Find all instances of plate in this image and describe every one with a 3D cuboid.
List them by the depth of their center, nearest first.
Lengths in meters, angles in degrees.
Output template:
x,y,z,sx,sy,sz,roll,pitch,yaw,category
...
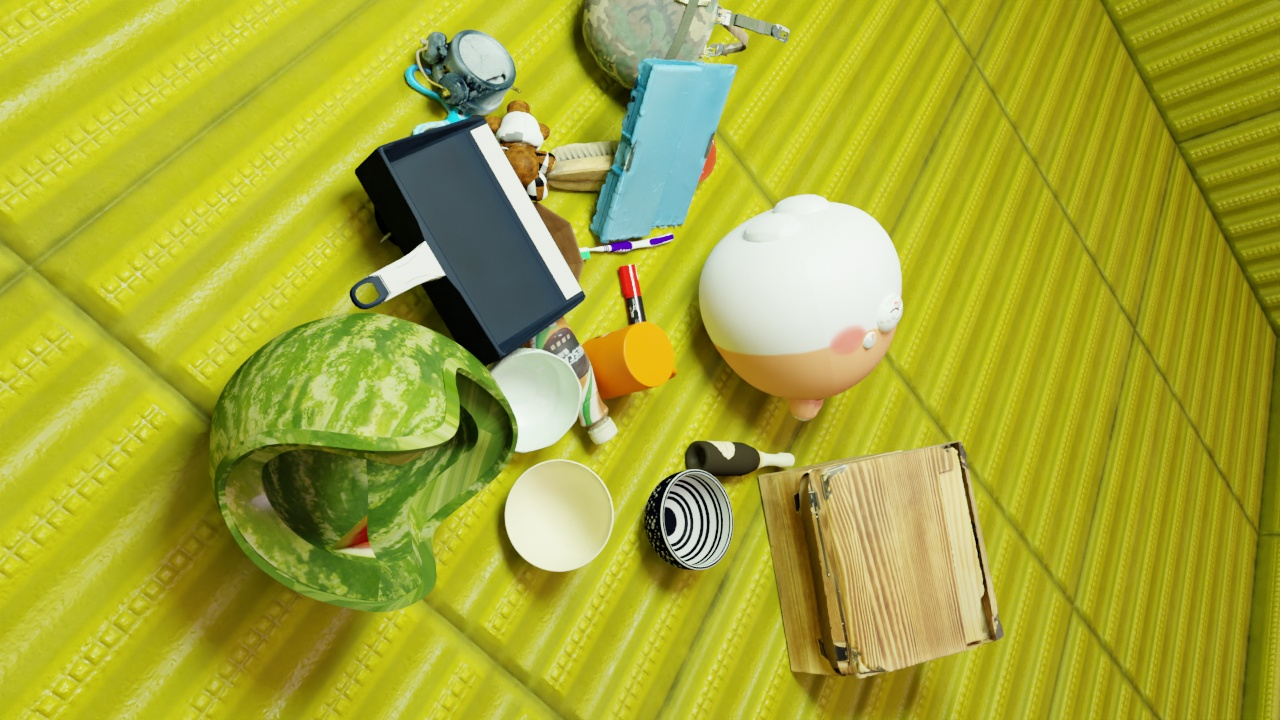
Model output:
x,y,z,sx,sy,sz,roll,pitch,yaw,category
-0.126,-0.121,1.083,0.131,0.025,0.131,11,72,-39,plate

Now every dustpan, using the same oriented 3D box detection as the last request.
x,y,z,sx,sy,sz,roll,pitch,yaw,category
-0.187,-0.113,0.927,0.272,0.080,0.236,-36,101,-34,dustpan

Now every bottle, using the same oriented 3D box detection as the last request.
x,y,z,sx,sy,sz,roll,pitch,yaw,category
-0.081,0.022,1.065,0.059,0.059,0.167,-41,107,-39,bottle
0.142,0.133,1.238,0.184,0.045,0.045,6,75,-40,bottle

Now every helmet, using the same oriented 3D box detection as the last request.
x,y,z,sx,sy,sz,roll,pitch,yaw,category
-0.243,0.068,0.801,0.246,0.243,0.214,-66,169,-63,helmet
0.048,-0.446,1.195,0.236,0.193,0.224,30,88,-17,helmet

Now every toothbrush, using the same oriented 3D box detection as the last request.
x,y,z,sx,sy,sz,roll,pitch,yaw,category
-0.021,-0.147,1.187,0.186,0.015,0.016,-16,95,-42,toothbrush

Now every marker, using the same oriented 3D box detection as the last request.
x,y,z,sx,sy,sz,roll,pitch,yaw,category
-0.004,-0.050,1.174,0.023,0.021,0.145,-7,84,-34,marker

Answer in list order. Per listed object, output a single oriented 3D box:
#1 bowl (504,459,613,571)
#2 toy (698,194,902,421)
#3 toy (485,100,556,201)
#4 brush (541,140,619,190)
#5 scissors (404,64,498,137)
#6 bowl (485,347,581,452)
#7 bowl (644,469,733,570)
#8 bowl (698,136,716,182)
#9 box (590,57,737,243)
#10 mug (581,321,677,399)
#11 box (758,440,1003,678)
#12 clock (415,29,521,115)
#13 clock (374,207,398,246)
x,y,z,sx,sy,sz,roll,pitch,yaw,category
-0.082,0.169,1.011,0.074,0.118,0.118,40,42,-80,bowl
0.220,-0.072,1.214,0.262,0.266,0.281,-38,120,-37,toy
-0.142,-0.248,1.072,0.087,0.067,0.112,4,59,-19,toy
-0.046,-0.247,1.162,0.194,0.059,0.043,-13,75,-39,brush
-0.218,-0.293,1.057,0.137,0.012,0.127,-30,96,-41,scissors
-0.128,0.035,1.007,0.117,0.061,0.117,-8,112,-20,bowl
0.049,0.197,1.129,0.120,0.067,0.120,11,72,-39,bowl
0.050,-0.300,1.272,0.121,0.035,0.122,11,72,-39,bowl
0.035,-0.263,1.154,0.174,0.033,0.232,-17,136,-43,box
-0.007,0.006,1.107,0.112,0.096,0.077,20,67,-36,mug
0.321,0.268,1.251,0.258,0.221,0.279,-5,84,-39,box
-0.200,-0.329,1.044,0.129,0.052,0.090,-16,77,-43,clock
-0.238,-0.173,0.988,0.091,0.043,0.120,17,69,-37,clock
